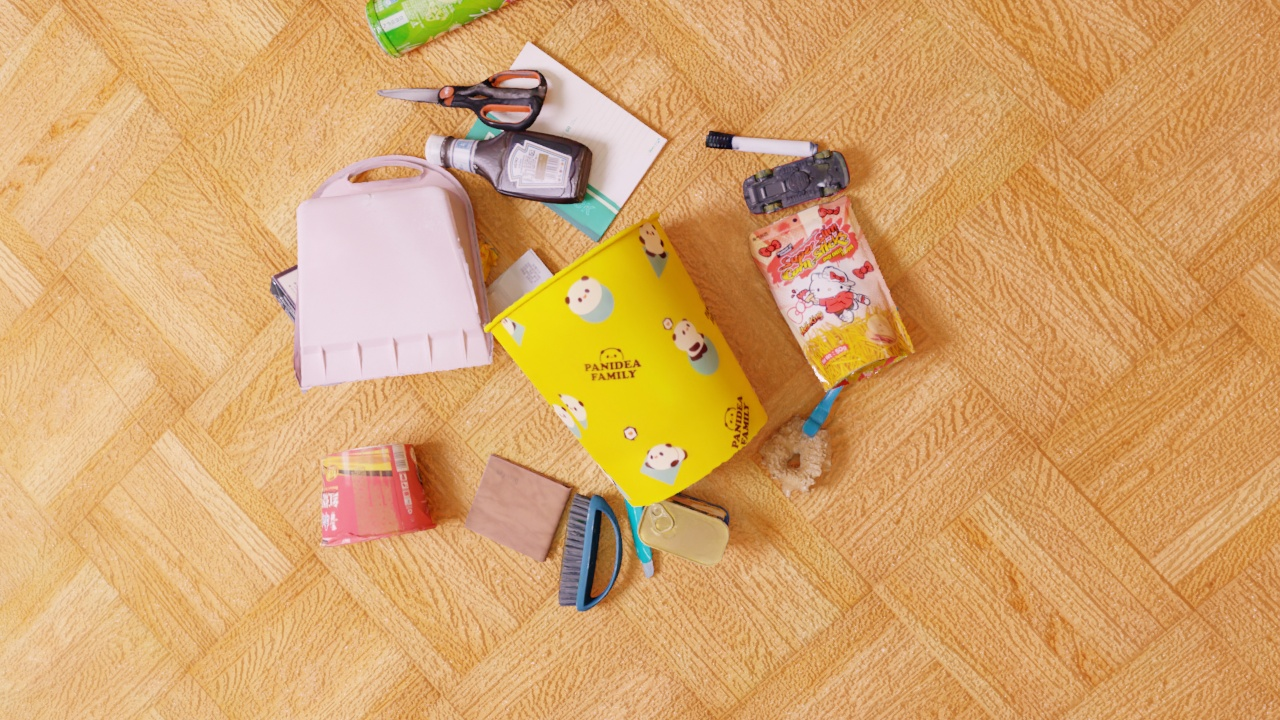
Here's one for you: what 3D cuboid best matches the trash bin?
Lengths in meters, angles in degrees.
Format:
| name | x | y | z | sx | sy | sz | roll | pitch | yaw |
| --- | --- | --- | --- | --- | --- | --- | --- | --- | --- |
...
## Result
| name | x | y | z | sx | sy | sz | roll | pitch | yaw |
| --- | --- | --- | --- | --- | --- | --- | --- | --- | --- |
| trash bin | -0.006 | 0.006 | 1.011 | 0.230 | 0.229 | 0.255 | -33 | 94 | 9 |

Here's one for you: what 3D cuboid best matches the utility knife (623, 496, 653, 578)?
| name | x | y | z | sx | sy | sz | roll | pitch | yaw |
| --- | --- | --- | --- | --- | --- | --- | --- | --- | --- |
| utility knife | -0.007 | 0.183 | 1.117 | 0.029 | 0.013 | 0.171 | -9 | 94 | 43 |

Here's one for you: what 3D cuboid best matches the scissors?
| name | x | y | z | sx | sy | sz | roll | pitch | yaw |
| --- | --- | --- | --- | --- | --- | --- | --- | --- | --- |
| scissors | -0.223 | -0.304 | 1.092 | 0.235 | 0.022 | 0.124 | -10 | 65 | 11 |

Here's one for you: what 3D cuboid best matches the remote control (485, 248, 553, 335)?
| name | x | y | z | sx | sy | sz | roll | pitch | yaw |
| --- | --- | --- | --- | --- | --- | --- | --- | --- | --- |
| remote control | -0.163 | -0.078 | 1.119 | 0.125 | 0.024 | 0.049 | -41 | 88 | 8 |

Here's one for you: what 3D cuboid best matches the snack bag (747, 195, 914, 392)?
| name | x | y | z | sx | sy | sz | roll | pitch | yaw |
| --- | --- | --- | --- | --- | --- | --- | --- | --- | --- |
| snack bag | 0.215 | -0.077 | 1.036 | 0.129 | 0.073 | 0.207 | -25 | 73 | 9 |

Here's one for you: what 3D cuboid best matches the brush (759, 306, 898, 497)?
| name | x | y | z | sx | sy | sz | roll | pitch | yaw |
| --- | --- | --- | --- | --- | --- | --- | --- | --- | --- |
| brush | 0.223 | 0.042 | 1.063 | 0.083 | 0.046 | 0.254 | 31 | 93 | 15 |

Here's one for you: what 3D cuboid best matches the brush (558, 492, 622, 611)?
| name | x | y | z | sx | sy | sz | roll | pitch | yaw |
| --- | --- | --- | --- | --- | --- | --- | --- | --- | --- |
| brush | -0.058 | 0.234 | 1.108 | 0.073 | 0.055 | 0.144 | 9 | 94 | 9 |

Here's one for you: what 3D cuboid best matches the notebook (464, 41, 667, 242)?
| name | x | y | z | sx | sy | sz | roll | pitch | yaw |
| --- | --- | --- | --- | --- | --- | --- | --- | --- | --- |
| notebook | -0.094 | -0.262 | 1.104 | 0.209 | 0.012 | 0.150 | 36 | 99 | 4 |

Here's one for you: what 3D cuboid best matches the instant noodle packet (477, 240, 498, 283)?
| name | x | y | z | sx | sy | sz | roll | pitch | yaw |
| --- | --- | --- | --- | --- | --- | --- | --- | --- | --- |
| instant noodle packet | -0.246 | -0.106 | 1.108 | 0.128 | 0.044 | 0.110 | 19 | 71 | 5 |

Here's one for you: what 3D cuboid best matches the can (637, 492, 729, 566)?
| name | x | y | z | sx | sy | sz | roll | pitch | yaw |
| --- | --- | --- | --- | --- | --- | --- | --- | --- | --- |
| can | 0.054 | 0.193 | 1.075 | 0.102 | 0.083 | 0.057 | 18 | 95 | 7 |

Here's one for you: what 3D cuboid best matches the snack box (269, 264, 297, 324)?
| name | x | y | z | sx | sy | sz | roll | pitch | yaw |
| --- | --- | --- | --- | --- | --- | --- | --- | --- | --- |
| snack box | -0.362 | -0.078 | 1.115 | 0.125 | 0.053 | 0.113 | -35 | 87 | -33 |

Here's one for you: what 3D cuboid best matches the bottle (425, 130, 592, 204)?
| name | x | y | z | sx | sy | sz | roll | pitch | yaw |
| --- | --- | --- | --- | --- | --- | --- | --- | --- | --- |
| bottle | -0.158 | -0.236 | 1.088 | 0.195 | 0.044 | 0.080 | 11 | 93 | 9 |

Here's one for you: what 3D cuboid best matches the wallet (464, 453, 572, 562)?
| name | x | y | z | sx | sy | sz | roll | pitch | yaw |
| --- | --- | --- | --- | --- | --- | --- | --- | --- | --- |
| wallet | -0.152 | 0.182 | 1.138 | 0.115 | 0.020 | 0.101 | 21 | 95 | 9 |

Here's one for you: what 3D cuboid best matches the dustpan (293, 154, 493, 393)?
| name | x | y | z | sx | sy | sz | roll | pitch | yaw |
| --- | --- | --- | --- | --- | --- | --- | --- | --- | --- |
| dustpan | -0.290 | -0.112 | 1.081 | 0.222 | 0.139 | 0.273 | -5 | 96 | -6 |

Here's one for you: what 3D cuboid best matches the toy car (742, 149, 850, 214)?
| name | x | y | z | sx | sy | sz | roll | pitch | yaw |
| --- | --- | --- | --- | --- | --- | --- | --- | --- | --- |
| toy car | 0.178 | -0.203 | 1.051 | 0.121 | 0.045 | 0.053 | -14 | 94 | 14 |

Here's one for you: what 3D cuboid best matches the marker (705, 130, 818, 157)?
| name | x | y | z | sx | sy | sz | roll | pitch | yaw |
| --- | --- | --- | --- | --- | --- | --- | --- | --- | --- |
| marker | 0.141 | -0.252 | 1.067 | 0.131 | 0.018 | 0.023 | 6 | 111 | 8 |

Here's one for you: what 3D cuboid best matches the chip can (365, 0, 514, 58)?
| name | x | y | z | sx | sy | sz | roll | pitch | yaw |
| --- | --- | --- | --- | --- | --- | --- | --- | --- | --- |
| chip can | -0.216 | -0.431 | 1.080 | 0.221 | 0.072 | 0.072 | -22 | 90 | 8 |

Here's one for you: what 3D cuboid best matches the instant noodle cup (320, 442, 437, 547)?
| name | x | y | z | sx | sy | sz | roll | pitch | yaw |
| --- | --- | --- | --- | --- | --- | --- | --- | --- | --- |
| instant noodle cup | -0.321 | 0.160 | 1.109 | 0.138 | 0.138 | 0.108 | -10 | 83 | 9 |
